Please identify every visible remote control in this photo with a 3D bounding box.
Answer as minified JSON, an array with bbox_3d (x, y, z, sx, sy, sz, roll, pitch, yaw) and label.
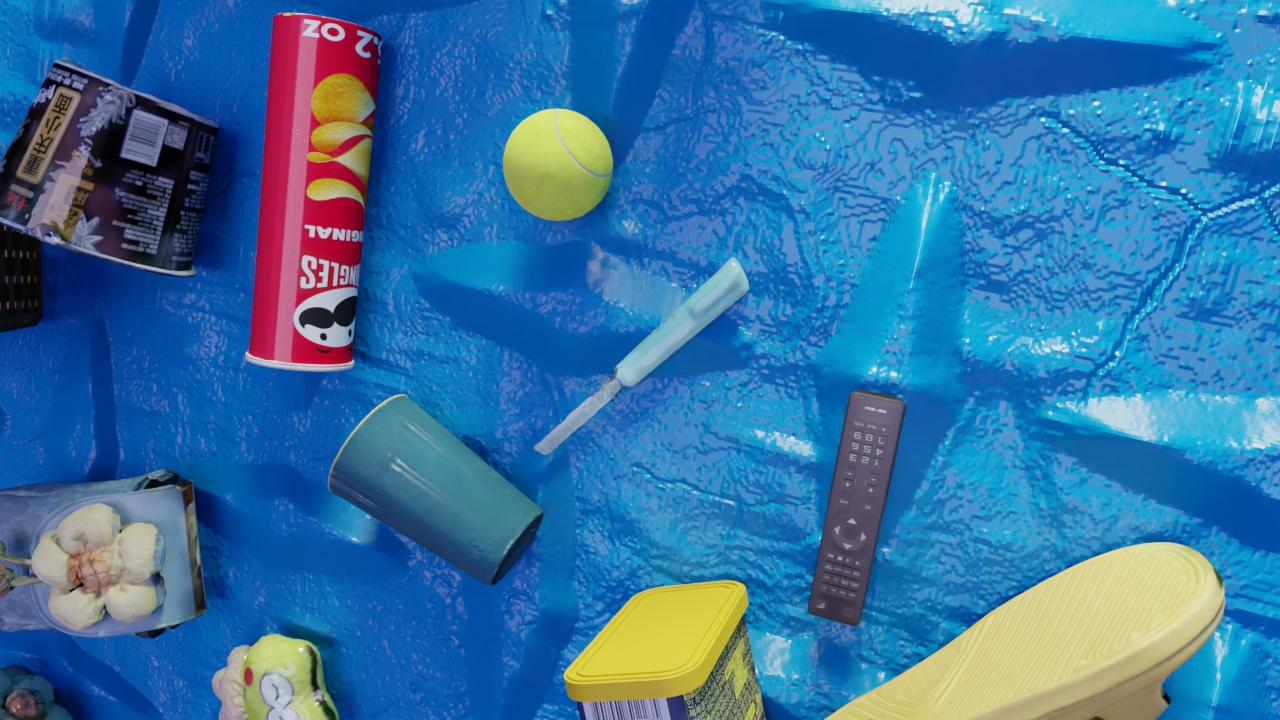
[{"bbox_3d":[0.124,0.086,0.530,0.032,0.015,0.136,12,101,18],"label":"remote control"}]

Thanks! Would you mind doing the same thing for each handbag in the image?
[{"bbox_3d":[-0.501,0.329,0.731,0.117,0.113,0.186,-27,89,6],"label":"handbag"},{"bbox_3d":[-0.418,0.144,0.673,0.192,0.118,0.122,-2,94,14],"label":"handbag"}]

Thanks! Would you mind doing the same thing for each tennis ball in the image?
[{"bbox_3d":[-0.049,-0.116,0.547,0.065,0.065,0.065,2,95,19],"label":"tennis ball"}]

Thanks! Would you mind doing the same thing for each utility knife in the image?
[{"bbox_3d":[-0.003,0.003,0.567,0.180,0.015,0.022,-41,80,16],"label":"utility knife"}]

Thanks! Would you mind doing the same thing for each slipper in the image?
[{"bbox_3d":[0.185,0.192,0.472,0.264,0.099,0.078,-36,88,16],"label":"slipper"}]

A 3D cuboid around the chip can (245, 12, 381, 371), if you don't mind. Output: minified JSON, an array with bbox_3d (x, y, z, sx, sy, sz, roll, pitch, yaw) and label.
[{"bbox_3d":[-0.215,-0.107,0.604,0.069,0.069,0.220,10,98,18],"label":"chip can"}]

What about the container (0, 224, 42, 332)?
[{"bbox_3d":[-0.541,-0.075,0.614,0.186,0.250,0.157,0,96,-17],"label":"container"}]

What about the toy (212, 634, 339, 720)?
[{"bbox_3d":[-0.270,0.246,0.669,0.115,0.046,0.092,-15,93,28],"label":"toy"}]

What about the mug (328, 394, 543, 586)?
[{"bbox_3d":[-0.127,0.087,0.591,0.121,0.078,0.078,34,105,8],"label":"mug"}]

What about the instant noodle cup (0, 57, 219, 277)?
[{"bbox_3d":[-0.358,-0.132,0.628,0.137,0.137,0.112,24,94,16],"label":"instant noodle cup"}]

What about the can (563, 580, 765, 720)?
[{"bbox_3d":[0.022,0.198,0.514,0.075,0.135,0.104,-11,94,20],"label":"can"}]
